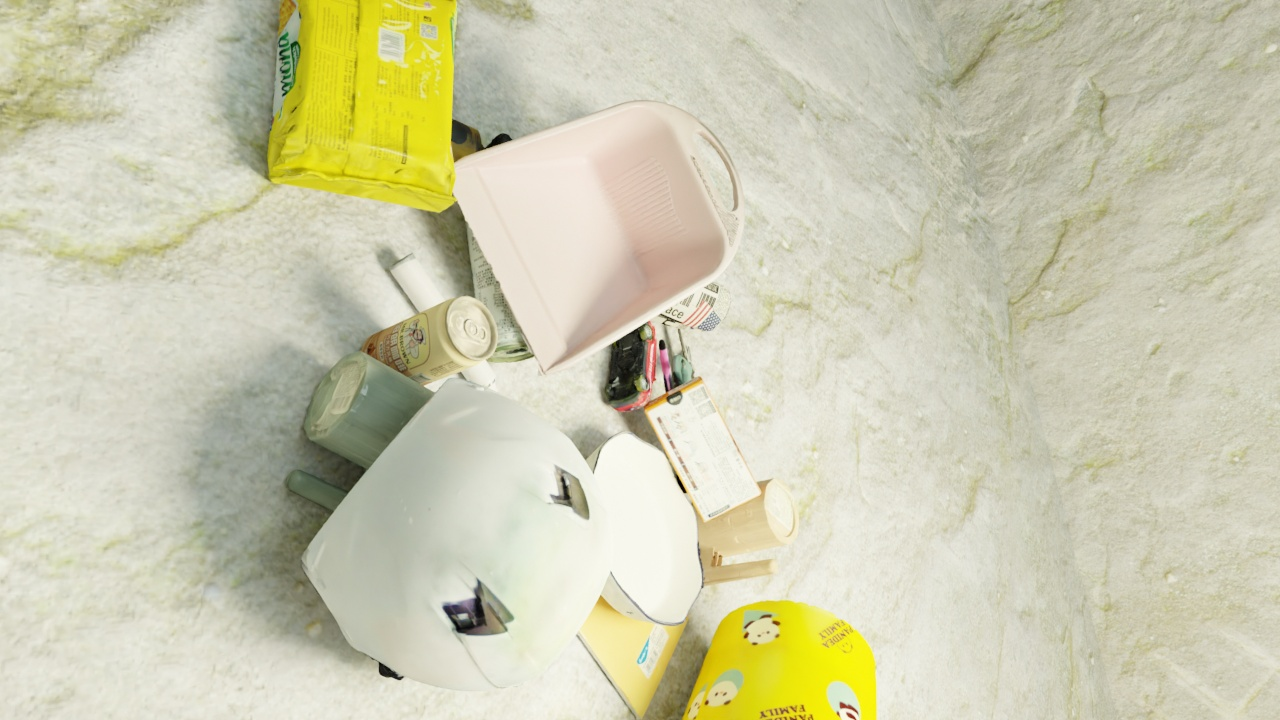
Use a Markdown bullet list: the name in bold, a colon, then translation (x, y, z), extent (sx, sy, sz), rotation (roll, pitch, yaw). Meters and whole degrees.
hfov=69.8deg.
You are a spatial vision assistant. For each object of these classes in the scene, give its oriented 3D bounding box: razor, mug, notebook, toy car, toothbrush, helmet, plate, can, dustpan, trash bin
- **razor**: translation (-0.193, -0.221, 0.901), extent (0.167, 0.068, 0.062), rotation (19, 59, -41)
- **mug**: translation (0.122, 0.204, 1.089), extent (0.084, 0.104, 0.124), rotation (45, 42, -32)
- **notebook**: translation (-0.024, 0.244, 0.955), extent (0.206, 0.010, 0.145), rotation (58, 37, -18)
- **toy car**: translation (-0.006, 0.006, 1.052), extent (0.045, 0.053, 0.120), rotation (44, 41, -40)
- **toothbrush**: translation (0.041, 0.067, 1.092), extent (0.017, 0.014, 0.189), rotation (-28, 111, -66)
- **helmet**: translation (-0.105, 0.152, 0.698), extent (0.228, 0.146, 0.259), rotation (-50, 141, -26)
- **plate**: translation (-0.004, 0.178, 0.960), extent (0.205, 0.046, 0.204), rotation (43, 36, -42)
- **toothbrush**: translation (-0.163, -0.002, 0.867), extent (0.221, 0.026, 0.026), rotation (59, -5, -18)
- **mug**: translation (-0.212, 0.068, 0.735), extent (0.103, 0.084, 0.123), rotation (37, 72, -37)
- **can**: translation (-0.179, -0.011, 0.771), extent (0.058, 0.117, 0.058), rotation (27, 54, -44)
- **dustpan**: translation (-0.024, -0.146, 0.910), extent (0.272, 0.139, 0.222), rotation (-36, 101, -49)
- **can**: translation (-0.136, -0.074, 0.909), extent (0.058, 0.058, 0.146), rotation (7, 69, -52)
- **trash bin**: translation (0.138, 0.400, 0.931), extent (0.229, 0.230, 0.254), rotation (56, 33, -21)

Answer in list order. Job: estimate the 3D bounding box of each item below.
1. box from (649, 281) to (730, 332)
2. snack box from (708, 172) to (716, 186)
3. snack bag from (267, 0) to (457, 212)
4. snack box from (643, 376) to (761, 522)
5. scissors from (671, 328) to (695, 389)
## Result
- **box**: translation (0.043, -0.081, 1.116), extent (0.162, 0.088, 0.076), rotation (19, 52, -39)
- **snack box**: translation (0.041, -0.183, 1.184), extent (0.051, 0.074, 0.174), rotation (47, 42, -29)
- **snack bag**: translation (-0.235, -0.250, 0.806), extent (0.157, 0.068, 0.246), rotation (7, 67, -27)
- **snack box**: translation (0.070, 0.101, 1.038), extent (0.154, 0.075, 0.026), rotation (62, 3, -11)
- **scissors**: translation (0.061, 0.038, 1.117), extent (0.181, 0.019, 0.170), rotation (12, 63, -75)
